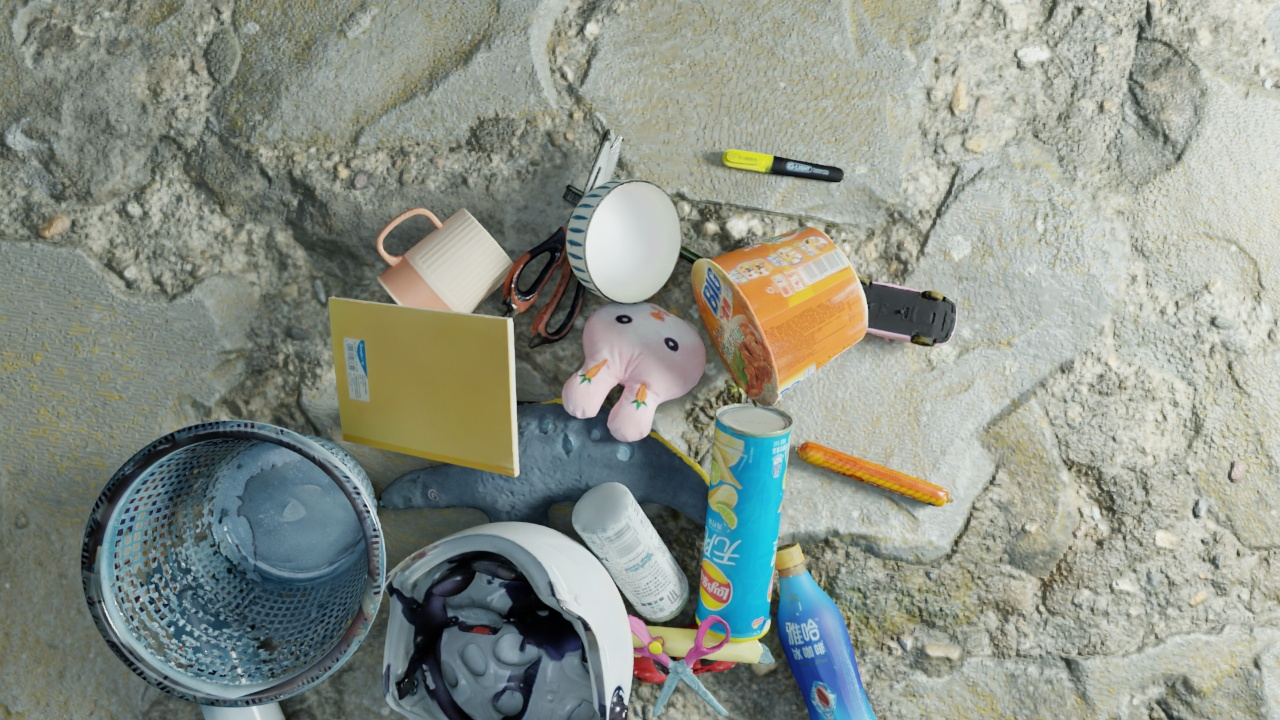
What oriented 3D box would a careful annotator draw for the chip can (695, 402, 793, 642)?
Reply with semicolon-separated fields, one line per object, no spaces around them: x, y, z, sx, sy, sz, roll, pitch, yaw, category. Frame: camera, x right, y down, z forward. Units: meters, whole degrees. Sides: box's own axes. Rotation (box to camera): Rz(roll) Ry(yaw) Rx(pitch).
0.094;0.148;0.837;0.071;0.071;0.210;3;109;-1;chip can

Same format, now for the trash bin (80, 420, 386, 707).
-0.320;0.151;0.798;0.226;0.195;0.226;0;95;-5;trash bin

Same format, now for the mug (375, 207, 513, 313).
-0.192;-0.093;0.871;0.106;0.082;0.114;-42;112;-5;mug

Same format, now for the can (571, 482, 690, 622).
-0.006;0.177;0.840;0.058;0.058;0.147;-32;126;-3;can

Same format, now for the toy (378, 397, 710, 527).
-0.076;0.105;0.872;0.356;0.091;0.138;0;115;0;toy

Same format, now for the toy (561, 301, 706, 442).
-0.005;0.005;0.859;0.121;0.054;0.159;26;50;3;toy

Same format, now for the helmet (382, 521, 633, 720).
-0.102;0.258;0.820;0.229;0.145;0.259;-5;102;26;helmet

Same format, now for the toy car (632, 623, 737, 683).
0.041;0.283;0.887;0.106;0.031;0.049;-10;86;1;toy car

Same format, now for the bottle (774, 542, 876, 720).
0.171;0.282;0.871;0.065;0.065;0.218;-19;87;-2;bottle

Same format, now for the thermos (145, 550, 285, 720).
-0.395;0.282;0.864;0.070;0.070;0.220;-23;87;-2;thermos

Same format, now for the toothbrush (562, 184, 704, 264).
0.005;-0.125;0.917;0.186;0.012;0.017;29;93;1;toothbrush

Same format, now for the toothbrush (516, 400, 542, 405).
-0.156;0.046;0.898;0.212;0.026;0.027;-4;104;-1;toothbrush

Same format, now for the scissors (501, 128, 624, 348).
-0.073;-0.124;0.882;0.193;0.015;0.207;-23;116;-33;scissors

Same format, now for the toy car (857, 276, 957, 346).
0.248;-0.048;0.905;0.122;0.037;0.056;13;84;12;toy car

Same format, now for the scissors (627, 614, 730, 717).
0.039;0.279;0.849;0.133;0.017;0.136;45;110;-2;scissors

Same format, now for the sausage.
0.229;0.112;0.902;0.165;0.021;0.021;19;87;1;sausage

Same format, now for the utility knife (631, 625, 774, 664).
0.044;0.268;0.862;0.163;0.018;0.031;2;85;15;utility knife

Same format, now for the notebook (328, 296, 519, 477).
-0.200;0.021;0.834;0.207;0.010;0.146;7;107;26;notebook

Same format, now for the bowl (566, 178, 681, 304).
-0.024;-0.115;0.871;0.116;0.066;0.116;-13;111;-36;bowl

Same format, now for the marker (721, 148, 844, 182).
0.144;-0.195;0.920;0.124;0.015;0.018;9;90;-2;marker

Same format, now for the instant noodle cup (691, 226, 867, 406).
0.132;-0.048;0.853;0.111;0.151;0.151;-27;88;-11;instant noodle cup
